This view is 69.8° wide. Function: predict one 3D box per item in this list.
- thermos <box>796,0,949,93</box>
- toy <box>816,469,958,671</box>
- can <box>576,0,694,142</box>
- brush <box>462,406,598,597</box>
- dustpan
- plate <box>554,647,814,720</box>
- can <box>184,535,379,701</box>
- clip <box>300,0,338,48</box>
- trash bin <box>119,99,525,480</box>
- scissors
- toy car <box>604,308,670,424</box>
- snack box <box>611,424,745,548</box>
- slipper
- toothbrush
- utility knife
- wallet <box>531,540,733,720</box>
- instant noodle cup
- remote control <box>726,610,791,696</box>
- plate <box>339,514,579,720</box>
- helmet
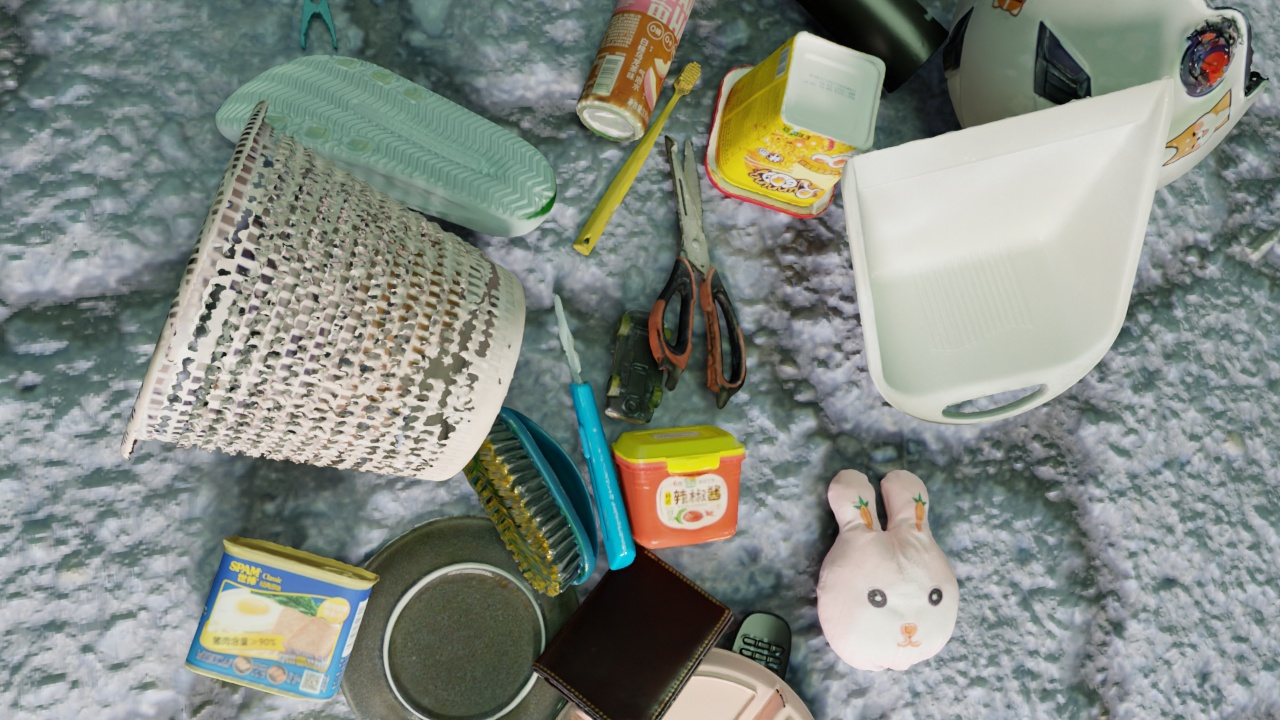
[{"bbox_3d":[0.146,-0.329,0.770,0.242,0.069,0.089,41,39,-6],"label":"thermos"},{"bbox_3d":[0.195,0.165,0.736,0.121,0.054,0.159,0,75,-16],"label":"toy"},{"bbox_3d":[-0.001,-0.251,0.731,0.058,0.058,0.147,22,78,-11],"label":"can"},{"bbox_3d":[-0.075,0.096,0.668,0.073,0.055,0.144,-25,82,-44],"label":"brush"},{"bbox_3d":[0.273,-0.053,0.696,0.223,0.258,0.142,-13,70,4],"label":"dustpan"},{"bbox_3d":[0.034,0.325,0.665,0.229,0.028,0.229,1,86,-7],"label":"plate"},{"bbox_3d":[-0.238,0.171,0.610,0.102,0.057,0.083,18,81,-5],"label":"can"},{"bbox_3d":[-0.244,-0.261,0.690,0.038,0.013,0.055,-6,84,-16],"label":"clip"},{"bbox_3d":[-0.189,-0.020,0.584,0.192,0.228,0.227,21,77,-24],"label":"trash bin"},{"bbox_3d":[0.036,-0.074,0.724,0.202,0.015,0.203,53,50,-17],"label":"scissors"},{"bbox_3d":[-0.004,0.004,0.709,0.042,0.035,0.090,16,68,-16],"label":"toy car"},{"bbox_3d":[0.028,0.094,0.688,0.091,0.082,0.080,-5,97,-15],"label":"snack box"},{"bbox_3d":[-0.177,-0.145,0.657,0.245,0.074,0.103,22,54,4],"label":"slipper"},{"bbox_3d":[0.000,-0.166,0.741,0.015,0.017,0.190,33,76,-9],"label":"toothbrush"},{"bbox_3d":[-0.039,0.048,0.689,0.018,0.034,0.216,-10,78,-20],"label":"utility knife"},{"bbox_3d":[-0.004,0.202,0.662,0.096,0.020,0.122,33,62,16],"label":"wallet"},{"bbox_3d":[0.125,-0.188,0.722,0.116,0.124,0.116,15,79,-13],"label":"instant noodle cup"},{"bbox_3d":[0.080,0.259,0.704,0.053,0.024,0.136,19,81,-11],"label":"remote control"},{"bbox_3d":[-0.126,0.201,0.657,0.179,0.024,0.179,2,83,-15],"label":"plate"},{"bbox_3d":[0.346,-0.218,0.742,0.273,0.230,0.157,22,102,-43],"label":"helmet"}]
